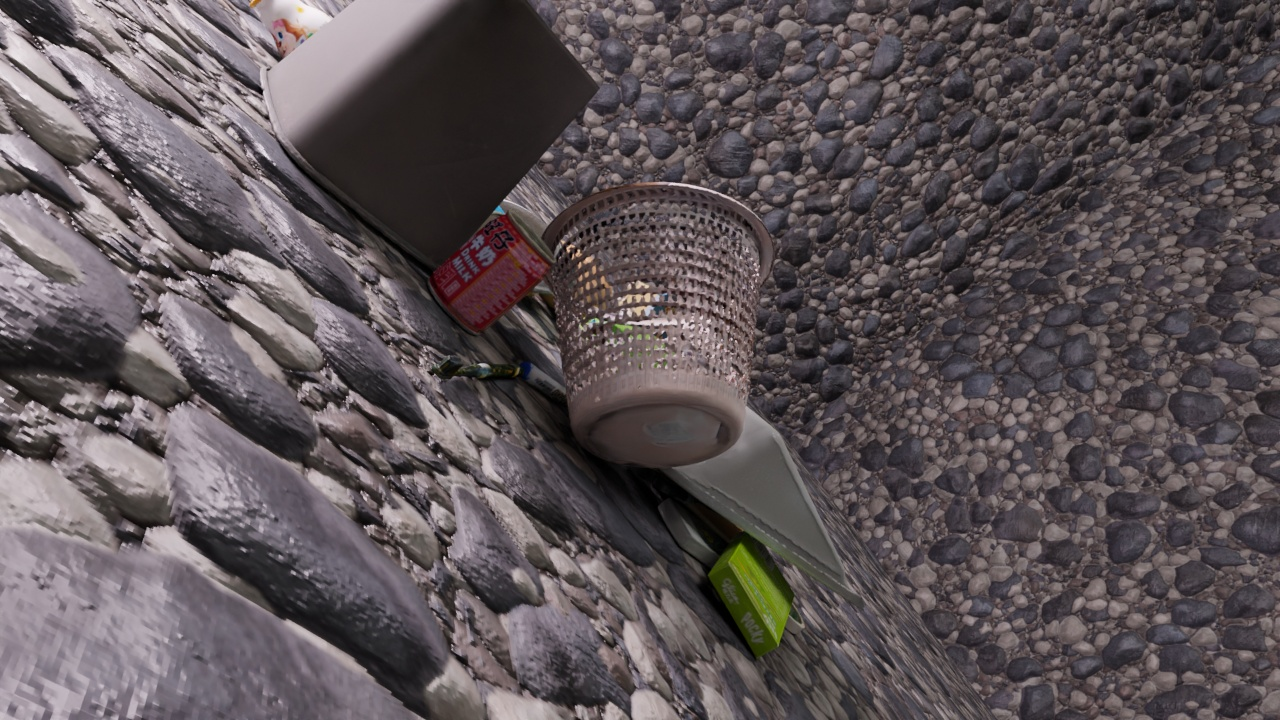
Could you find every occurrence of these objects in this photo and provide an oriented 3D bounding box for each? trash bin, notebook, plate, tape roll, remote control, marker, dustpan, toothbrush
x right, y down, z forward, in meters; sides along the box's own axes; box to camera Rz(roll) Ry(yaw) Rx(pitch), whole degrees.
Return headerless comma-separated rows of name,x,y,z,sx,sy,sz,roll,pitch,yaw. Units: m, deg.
trash bin,-0.178,-0.235,0.802,0.199,0.220,0.198,41,11,-44
notebook,0.058,0.149,1.040,0.211,0.012,0.149,44,6,-12
plate,-0.145,-0.148,1.088,0.179,0.024,0.179,31,30,-21
tape roll,0.152,0.267,1.029,0.086,0.014,0.085,48,7,-8
remote control,0.066,0.183,0.912,0.135,0.019,0.056,44,9,-42
marker,-0.069,0.036,0.860,0.145,0.017,0.017,41,11,-52
dustpan,0.087,0.143,0.967,0.258,0.142,0.222,65,-5,-15
trash bin,0.015,-0.017,0.833,0.227,0.228,0.191,42,40,-49
toothbrush,-0.118,0.006,0.703,0.012,0.017,0.185,47,6,7

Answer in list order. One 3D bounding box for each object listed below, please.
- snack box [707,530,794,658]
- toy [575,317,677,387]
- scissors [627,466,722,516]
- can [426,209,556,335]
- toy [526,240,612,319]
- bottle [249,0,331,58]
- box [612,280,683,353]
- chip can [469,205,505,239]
snack box,0.108,0.214,0.870,0.086,0.026,0.156,58,13,5
toy,-0.007,0.007,1.124,0.227,0.090,0.246,31,1,39
scissors,0.061,0.146,0.927,0.172,0.014,0.146,32,-3,-5
can,-0.125,-0.075,0.779,0.066,0.094,0.066,49,7,-8
toy,-0.101,-0.102,1.195,0.143,0.082,0.225,34,11,-3
bottle,-0.337,-0.325,0.921,0.108,0.063,0.063,46,8,-30
box,0.011,-0.029,1.298,0.061,0.089,0.184,28,-17,30
chip can,-0.213,-0.196,0.976,0.210,0.071,0.071,53,8,29
